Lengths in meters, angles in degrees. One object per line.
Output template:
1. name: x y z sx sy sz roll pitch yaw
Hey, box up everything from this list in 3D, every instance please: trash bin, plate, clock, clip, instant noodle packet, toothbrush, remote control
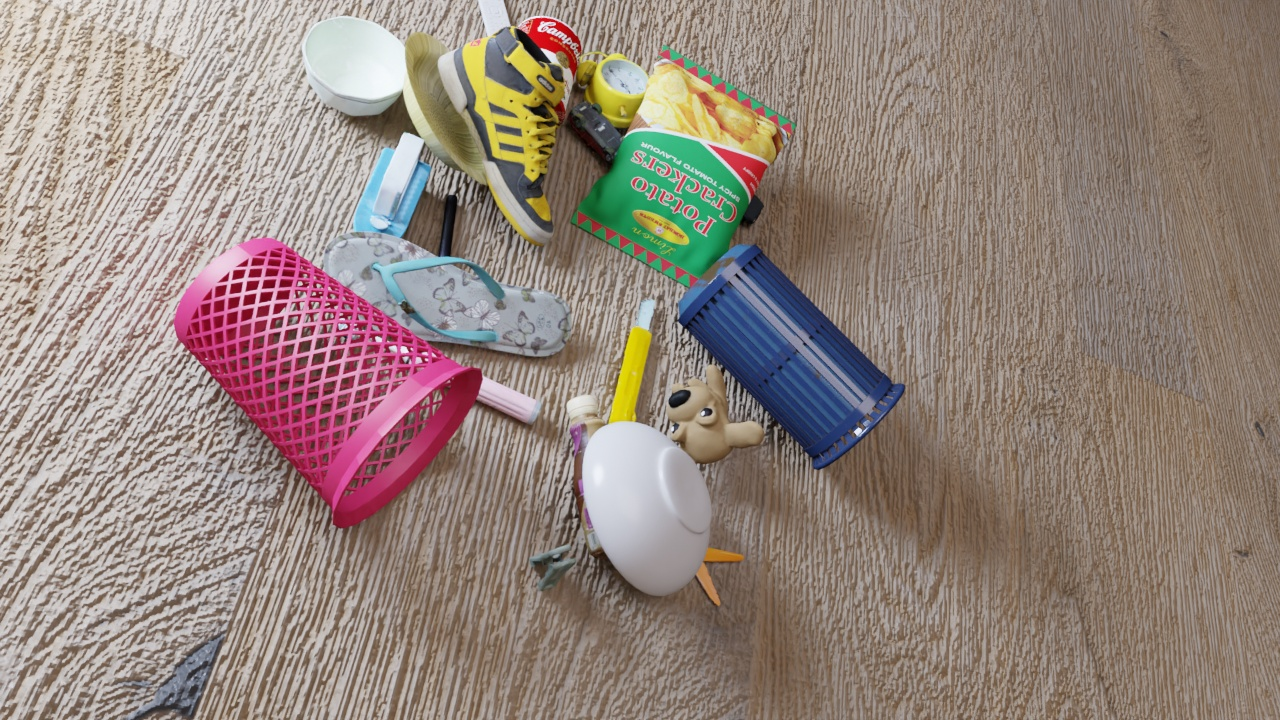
1. trash bin: 0.166 -0.011 1.062 0.249 0.140 0.139 46 56 4
2. plate: -0.220 -0.275 1.038 0.184 0.036 0.184 53 24 -36
3. clock: -0.036 -0.355 1.189 0.083 0.057 0.118 -25 69 -33
4. clip: -0.081 0.202 0.878 0.023 0.078 0.050 -14 87 -30
5. instant noodle packet: 0.057 -0.233 1.134 0.195 0.090 0.252 28 83 -10
6. toothbrush: -0.207 0.010 0.944 0.222 0.027 0.026 25 57 -11
7. remote control: -0.195 -0.466 1.196 0.033 0.012 0.130 -5 68 -29

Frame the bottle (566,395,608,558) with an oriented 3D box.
1. bottle: -0.043 0.117 0.946 0.059 0.060 0.166 -5 67 -27

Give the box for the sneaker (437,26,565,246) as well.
1. sneaker: -0.124 -0.257 1.028 0.238 0.122 0.085 64 24 -7

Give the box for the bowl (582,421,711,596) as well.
1. bowl: 0.021 0.136 0.898 0.176 0.066 0.176 43 33 -37

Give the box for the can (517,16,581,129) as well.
1. can: -0.124 -0.348 1.125 0.086 0.087 0.116 19 58 -15

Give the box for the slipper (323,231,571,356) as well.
1. slipper: -0.195 -0.058 0.952 0.268 0.055 0.098 18 89 -22

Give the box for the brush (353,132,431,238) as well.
1. brush: -0.267 -0.170 0.977 0.055 0.076 0.135 21 58 -14

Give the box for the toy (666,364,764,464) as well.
1. toy: 0.071 0.064 1.011 0.106 0.134 0.108 52 26 -20

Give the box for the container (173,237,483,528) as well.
1. container: -0.289 0.007 0.829 0.226 0.184 0.182 39 55 7

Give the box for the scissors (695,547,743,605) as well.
1. scissors: 0.049 0.205 0.973 0.127 0.011 0.125 -19 73 -30

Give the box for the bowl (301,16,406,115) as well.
1. bowl: -0.322 -0.323 1.036 0.117 0.061 0.117 11 61 -21

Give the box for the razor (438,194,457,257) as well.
1. razor: -0.215 -0.125 1.010 0.042 0.022 0.144 12 61 -20

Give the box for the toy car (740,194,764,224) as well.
1. toy car: 0.113 -0.225 1.205 0.112 0.034 0.046 38 56 -3

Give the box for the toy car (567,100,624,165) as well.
1. toy car: -0.052 -0.285 1.157 0.091 0.036 0.042 45 55 2

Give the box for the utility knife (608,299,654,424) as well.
1. utility knife: -0.006 0.006 1.044 0.030 0.018 0.190 24 61 -18
